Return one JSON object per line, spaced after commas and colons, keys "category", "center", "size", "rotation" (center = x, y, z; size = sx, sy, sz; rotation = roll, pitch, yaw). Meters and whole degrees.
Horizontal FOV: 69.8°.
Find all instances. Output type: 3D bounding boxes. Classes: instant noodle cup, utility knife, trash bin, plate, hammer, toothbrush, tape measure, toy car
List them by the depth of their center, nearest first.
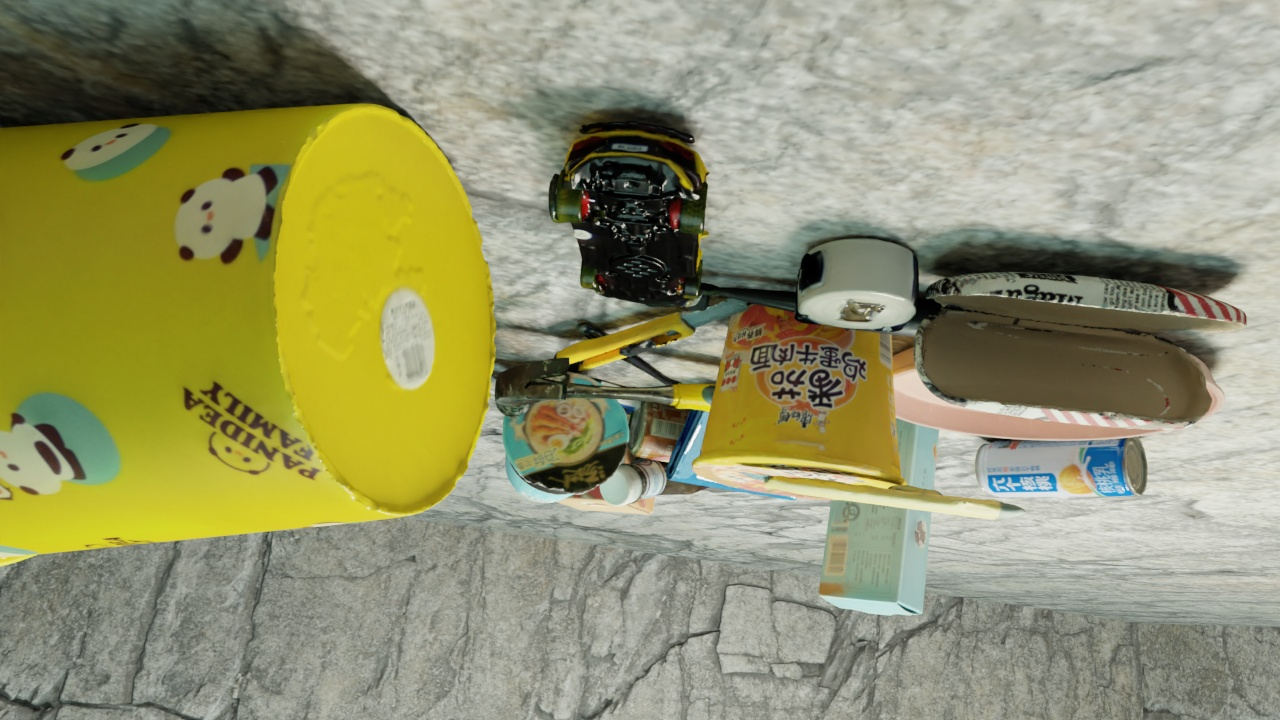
{"category": "trash bin", "center": [-0.224, -0.015, 0.446], "size": [0.256, 0.229, 0.229], "rotation": [-4, 161, 16]}
{"category": "toy car", "center": [-0.002, -0.066, 0.461], "size": [0.071, 0.041, 0.156], "rotation": [6, 162, 6]}
{"category": "tape measure", "center": [0.120, -0.041, 0.509], "size": [0.066, 0.033, 0.066], "rotation": [4, 164, 5]}
{"category": "toothbrush", "center": [0.126, -0.030, 0.555], "size": [0.213, 0.027, 0.026], "rotation": [7, -151, 3]}
{"category": "utility knife", "center": [0.143, 0.083, 0.556], "size": [0.167, 0.018, 0.031], "rotation": [2, 158, 10]}
{"category": "instant noodle cup", "center": [0.107, 0.027, 0.610], "size": [0.138, 0.109, 0.138], "rotation": [6, 164, 2]}
{"category": "utility knife", "center": [0.001, -0.016, 0.653], "size": [0.033, 0.015, 0.210], "rotation": [18, 157, -35]}
{"category": "plate", "center": [0.282, 0.020, 0.657], "size": [0.229, 0.028, 0.230], "rotation": [6, 164, 1]}
{"category": "hammer", "center": [0.047, 0.031, 0.733], "size": [0.323, 0.032, 0.126], "rotation": [4, 169, -8]}
{"category": "toothbrush", "center": [-0.005, 0.004, 0.753], "size": [0.016, 0.018, 0.181], "rotation": [7, 164, 30]}
{"category": "instant noodle cup", "center": [-0.078, 0.080, 0.842], "size": [0.111, 0.111, 0.121], "rotation": [11, 159, -11]}

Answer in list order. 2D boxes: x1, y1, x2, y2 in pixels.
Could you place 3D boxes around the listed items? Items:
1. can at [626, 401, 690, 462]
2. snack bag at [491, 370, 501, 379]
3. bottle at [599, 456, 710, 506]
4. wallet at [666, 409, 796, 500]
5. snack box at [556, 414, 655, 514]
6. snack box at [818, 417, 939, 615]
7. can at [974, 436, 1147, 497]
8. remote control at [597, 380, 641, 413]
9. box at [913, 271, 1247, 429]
{"category": "can", "center": [0.064, 0.076, 0.890], "size": [0.147, 0.057, 0.058], "rotation": [12, 163, -14]}
{"category": "snack bag", "center": [-0.109, 0.028, 0.857], "size": [0.045, 0.026, 0.105], "rotation": [6, 163, 10]}
{"category": "bottle", "center": [0.027, 0.111, 0.927], "size": [0.080, 0.044, 0.194], "rotation": [12, -170, 31]}
{"category": "wallet", "center": [0.102, 0.079, 0.840], "size": [0.133, 0.040, 0.107], "rotation": [11, 122, -18]}
{"category": "snack box", "center": [-0.038, 0.111, 0.991], "size": [0.093, 0.094, 0.077], "rotation": [-1, 162, 28]}
{"category": "snack box", "center": [0.211, 0.131, 0.807], "size": [0.074, 0.174, 0.051], "rotation": [-6, 154, 42]}
{"category": "can", "center": [0.376, 0.096, 0.827], "size": [0.053, 0.053, 0.135], "rotation": [22, 159, -41]}
{"category": "remote control", "center": [-0.051, 0.046, 0.896], "size": [0.049, 0.024, 0.125], "rotation": [17, 157, -29]}
{"category": "box", "center": [0.235, -0.017, 0.494], "size": [0.163, 0.076, 0.088], "rotation": [7, 142, 4]}
